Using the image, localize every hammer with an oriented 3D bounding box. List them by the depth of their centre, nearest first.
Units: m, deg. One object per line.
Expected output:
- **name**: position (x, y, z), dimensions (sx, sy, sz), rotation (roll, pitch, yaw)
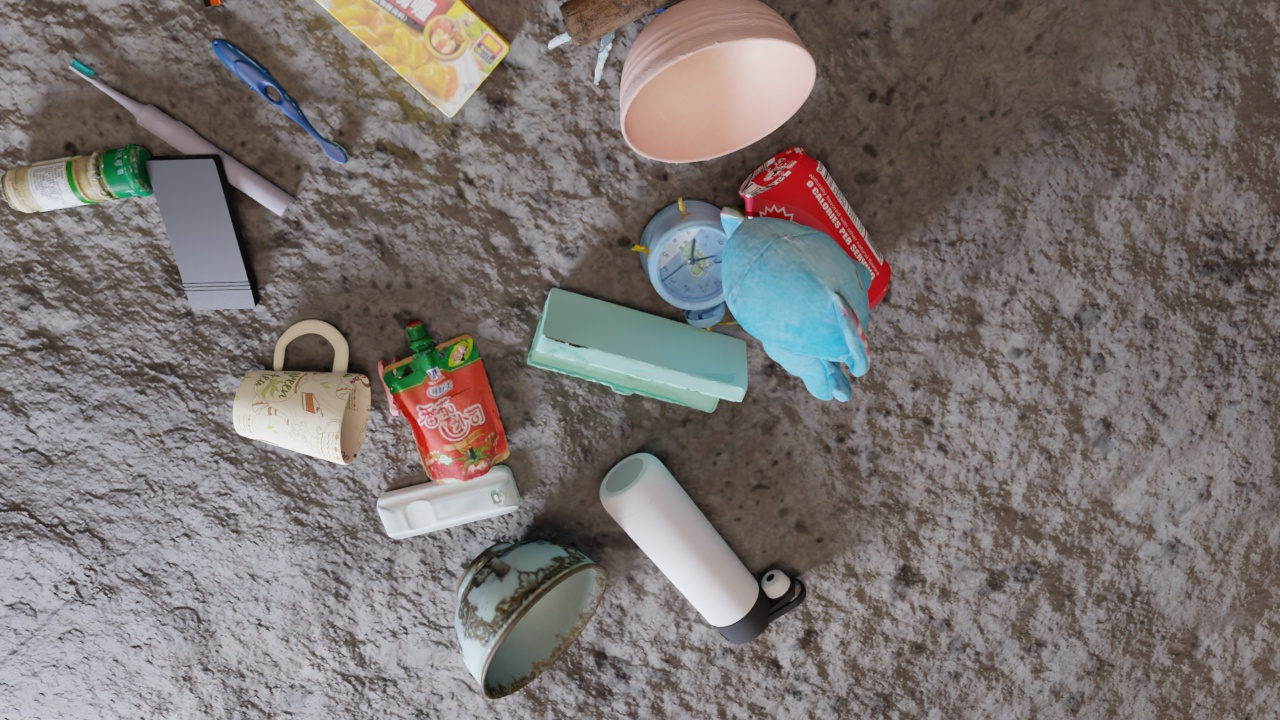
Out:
- **hammer**: position (0.093, -0.323, 0.694), dimensions (0.330, 0.033, 0.120), rotation (-22, 109, 2)

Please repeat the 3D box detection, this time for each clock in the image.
- **clock**: position (0.055, -0.080, 0.792), dimensions (0.089, 0.051, 0.124), rotation (-43, 113, 13)

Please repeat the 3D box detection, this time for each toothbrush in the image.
- **toothbrush**: position (-0.286, -0.207, 0.735), dimensions (0.021, 0.016, 0.132), rotation (-43, 107, 13)
- **toothbrush**: position (-0.368, -0.178, 0.738), dimensions (0.188, 0.018, 0.019), rotation (34, 109, -17)

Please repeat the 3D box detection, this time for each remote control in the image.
- **remote control**: position (-0.361, -0.104, 0.761), dimensions (0.058, 0.013, 0.134), rotation (-1, 121, 1)
- **remote control**: position (-0.185, 0.138, 0.884), dimensions (0.133, 0.022, 0.050), rotation (-14, 114, 2)

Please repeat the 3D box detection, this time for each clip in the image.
- **clip**: position (-0.217, 0.024, 0.834), dimensions (0.043, 0.023, 0.060), rotation (4, 114, -10)

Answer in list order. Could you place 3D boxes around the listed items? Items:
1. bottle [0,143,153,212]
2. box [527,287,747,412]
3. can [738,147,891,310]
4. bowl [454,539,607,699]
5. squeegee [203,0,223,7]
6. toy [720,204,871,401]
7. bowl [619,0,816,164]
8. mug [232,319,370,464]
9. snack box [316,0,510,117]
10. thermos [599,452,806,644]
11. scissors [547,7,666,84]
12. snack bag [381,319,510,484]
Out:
- **bottle**: position (-0.449, -0.144, 0.734), dimensions (0.110, 0.042, 0.043), rotation (-10, 113, 0)
- **box**: position (-0.006, 0.006, 0.826), dimensions (0.188, 0.077, 0.092), rotation (14, 135, -10)
- **can**: position (0.149, -0.104, 0.775), dimensions (0.074, 0.074, 0.142), rotation (-36, 111, 11)
- **bowl**: position (-0.119, 0.230, 0.878), dimensions (0.094, 0.159, 0.160), rotation (38, 111, 25)
- **squeegee**: position (-0.259, -0.396, 0.634), dimensions (0.184, 0.055, 0.250), rotation (-17, 114, -9)
- **toy**: position (0.133, -0.039, 0.714), dimensions (0.115, 0.183, 0.181), rotation (-38, 140, -4)
- **bowl**: position (0.050, -0.224, 0.698), dimensions (0.153, 0.153, 0.076), rotation (-17, 72, 3)
- **mug**: position (-0.296, 0.024, 0.809), dimensions (0.097, 0.081, 0.122), rotation (9, 91, 0)
- **snack box**: position (-0.182, -0.268, 0.709), dimensions (0.152, 0.025, 0.075), rotation (40, 105, -18)
- **thermos**: position (0.064, 0.180, 0.899), dimensions (0.101, 0.068, 0.230), rotation (-39, 112, -2)
- **scissors**: position (-0.009, -0.276, 0.723), dimensions (0.117, 0.014, 0.130), rotation (14, 111, -11)
- **snack bag**: position (-0.178, 0.035, 0.833), dimensions (0.087, 0.044, 0.155), rotation (-23, 109, -15)
